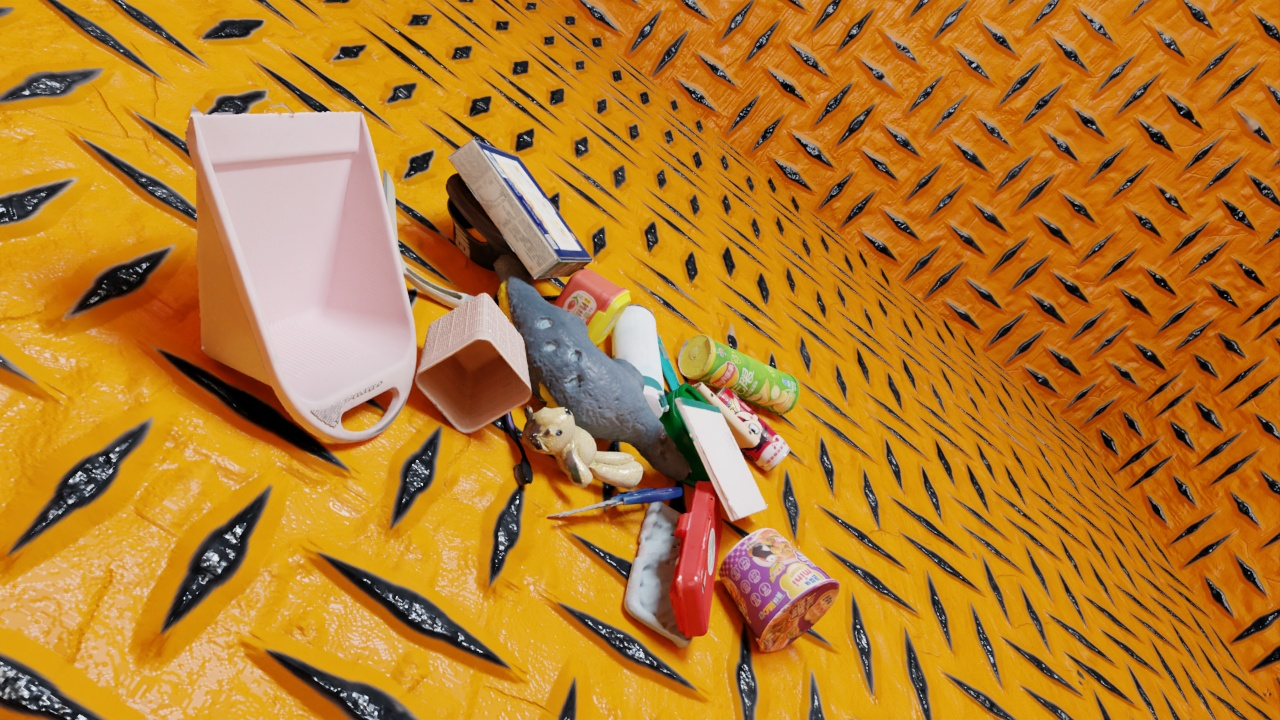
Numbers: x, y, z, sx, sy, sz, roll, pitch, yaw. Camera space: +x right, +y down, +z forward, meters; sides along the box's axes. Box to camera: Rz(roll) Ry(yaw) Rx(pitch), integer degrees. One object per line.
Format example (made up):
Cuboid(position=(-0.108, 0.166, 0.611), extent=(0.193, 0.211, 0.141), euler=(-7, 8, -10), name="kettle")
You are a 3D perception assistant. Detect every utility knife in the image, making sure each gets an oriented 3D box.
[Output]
Cuboid(position=(0.039, 0.006, 1.370), extent=(0.029, 0.013, 0.161), euler=(22, 30, -34), name="utility knife")

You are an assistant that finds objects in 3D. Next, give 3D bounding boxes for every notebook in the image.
Cuboid(position=(0.102, 0.118, 1.106), extent=(0.150, 0.012, 0.209), euler=(65, 13, 13), name="notebook")

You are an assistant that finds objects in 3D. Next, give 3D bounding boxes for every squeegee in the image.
Cuboid(position=(-0.214, -0.076, 1.093), extent=(0.246, 0.039, 0.246), euler=(27, 40, -42), name="squeegee")

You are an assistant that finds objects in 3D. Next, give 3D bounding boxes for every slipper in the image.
Cuboid(position=(-0.194, -0.157, 1.228), extent=(0.110, 0.083, 0.268), euler=(56, 9, 19), name="slipper")

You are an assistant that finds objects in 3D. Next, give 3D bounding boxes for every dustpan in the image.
Cuboid(position=(-0.268, -0.075, 0.809), extent=(0.139, 0.274, 0.222), euler=(20, 24, 13), name="dustpan")

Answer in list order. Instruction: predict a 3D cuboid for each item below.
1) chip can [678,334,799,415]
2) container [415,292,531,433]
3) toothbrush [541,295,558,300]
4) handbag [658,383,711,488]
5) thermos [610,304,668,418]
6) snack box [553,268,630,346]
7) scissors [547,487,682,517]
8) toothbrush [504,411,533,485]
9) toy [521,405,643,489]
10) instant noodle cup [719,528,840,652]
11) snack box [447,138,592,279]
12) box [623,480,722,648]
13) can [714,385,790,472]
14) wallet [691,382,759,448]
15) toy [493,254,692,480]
Cuboid(position=(0.162, 0.026, 1.451), extent=(0.221, 0.073, 0.072), euler=(23, 30, -37), name="chip can")
Cuboid(position=(-0.171, -0.002, 0.952), extent=(0.090, 0.090, 0.110), euler=(54, 13, -31), name="container")
Cuboid(position=(-0.122, -0.086, 1.282), extent=(0.189, 0.014, 0.016), euler=(-16, 85, -62), name="toothbrush")
Cuboid(position=(0.072, 0.101, 1.189), extent=(0.120, 0.068, 0.131), euler=(36, 23, -27), name="handbag")
Cuboid(position=(-0.007, 0.007, 1.231), extent=(0.073, 0.073, 0.223), euler=(32, 25, -21), name="thermos")
Cuboid(position=(-0.070, -0.073, 1.248), extent=(0.080, 0.091, 0.081), euler=(37, 22, 6), name="snack box")
Cuboid(position=(-0.035, 0.153, 0.987), extent=(0.173, 0.128, 0.012), euler=(-5, 88, -18), name="scissors")
Cuboid(position=(-0.143, 0.067, 0.995), extent=(0.014, 0.017, 0.189), euler=(37, 18, -41), name="toothbrush")
Cuboid(position=(-0.062, 0.097, 0.996), extent=(0.157, 0.066, 0.105), euler=(31, 18, -37), name="toy")
Cuboid(position=(0.147, 0.248, 1.018), extent=(0.111, 0.112, 0.099), euler=(10, 31, -50), name="instant noodle cup")
Cuboid(position=(-0.147, -0.188, 1.168), extent=(0.178, 0.046, 0.182), euler=(54, 11, 1), name="snack box")
Cuboid(position=(0.034, 0.213, 0.975), extent=(0.201, 0.092, 0.094), euler=(-69, 152, -65), name="box")
Cuboid(position=(0.153, 0.100, 1.333), extent=(0.133, 0.053, 0.053), euler=(43, 24, 2), name="can")
Cuboid(position=(0.105, 0.080, 1.280), extent=(0.115, 0.024, 0.087), euler=(43, -19, -10), name="wallet")
Cuboid(position=(-0.072, 0.014, 1.074), extent=(0.356, 0.092, 0.137), euler=(48, 24, 5), name="toy")
